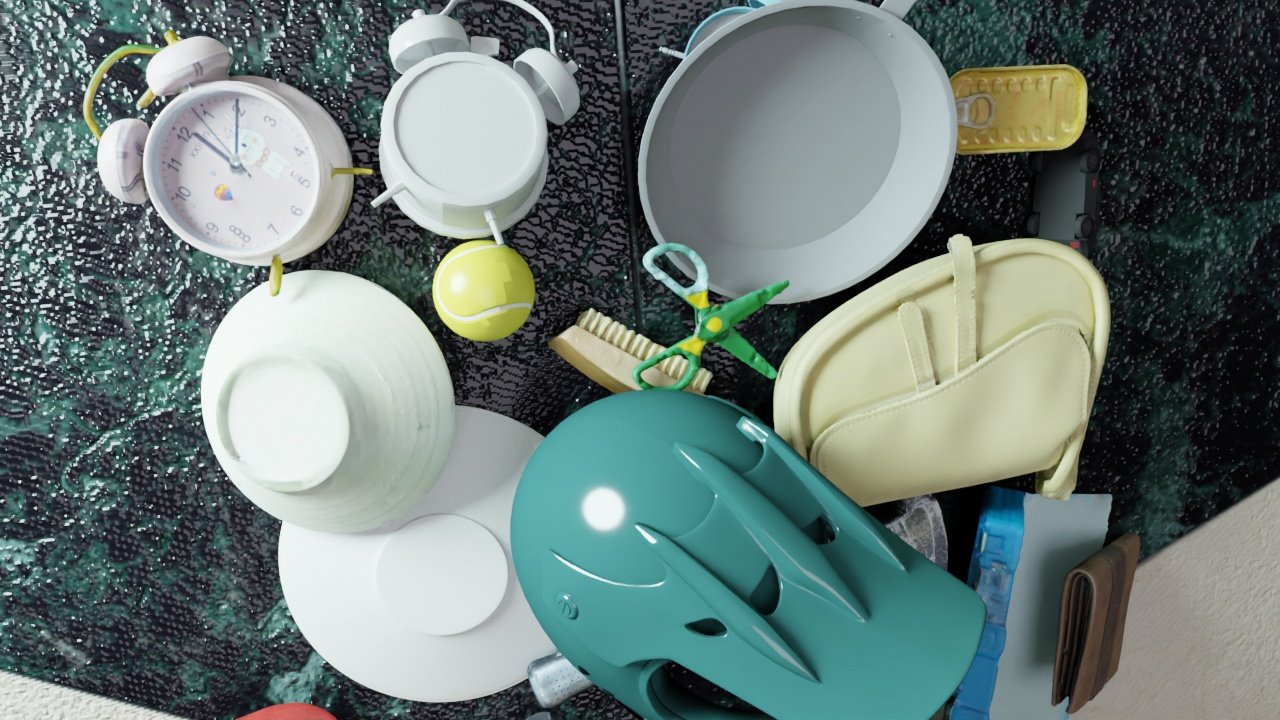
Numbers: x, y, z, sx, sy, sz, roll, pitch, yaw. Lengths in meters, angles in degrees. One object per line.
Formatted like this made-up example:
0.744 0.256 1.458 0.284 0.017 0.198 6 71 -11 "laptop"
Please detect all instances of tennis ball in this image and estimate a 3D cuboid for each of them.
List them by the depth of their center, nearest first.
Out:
-0.101 -0.045 0.592 0.065 0.065 0.065 -2 103 -8 "tennis ball"

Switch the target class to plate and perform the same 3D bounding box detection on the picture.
-0.139 0.146 0.647 0.229 0.030 0.229 -2 103 -8 "plate"

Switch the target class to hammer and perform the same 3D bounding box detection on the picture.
0.076 0.187 0.683 0.326 0.036 0.140 -22 103 -3 "hammer"

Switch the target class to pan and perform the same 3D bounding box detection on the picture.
0.133 -0.186 0.543 0.200 0.050 0.358 20 120 -20 "pan"

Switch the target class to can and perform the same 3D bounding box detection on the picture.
0.236 -0.166 0.615 0.099 0.059 0.054 -4 103 -7 "can"

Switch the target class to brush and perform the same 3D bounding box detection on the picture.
-0.004 0.004 0.626 0.117 0.049 0.039 27 79 -13 "brush"

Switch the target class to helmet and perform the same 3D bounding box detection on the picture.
0.045 0.126 0.540 0.176 0.275 0.201 -41 151 -30 "helmet"

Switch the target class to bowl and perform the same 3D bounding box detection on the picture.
-0.210 0.033 0.574 0.177 0.057 0.177 1 99 9 "bowl"

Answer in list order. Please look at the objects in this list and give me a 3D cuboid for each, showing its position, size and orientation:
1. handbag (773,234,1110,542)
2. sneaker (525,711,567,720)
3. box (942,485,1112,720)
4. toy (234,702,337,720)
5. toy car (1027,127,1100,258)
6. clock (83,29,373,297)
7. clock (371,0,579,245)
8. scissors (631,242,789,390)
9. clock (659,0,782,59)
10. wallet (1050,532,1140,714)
0.200 0.019 0.620 0.233 0.088 0.191 -12 89 -2 "handbag"
0.005 0.360 0.687 0.150 0.097 0.252 -22 105 -8 "sneaker"
0.282 0.219 0.715 0.170 0.070 0.244 -5 106 -40 "box"
-0.242 0.337 0.642 0.147 0.099 0.216 -22 106 -9 "toy"
0.303 -0.118 0.646 0.036 0.042 0.092 -8 104 -32 "toy car"
-0.255 -0.126 0.556 0.158 0.059 0.117 37 95 -13 "clock"
-0.102 -0.152 0.568 0.120 0.061 0.159 16 79 -9 "clock"
0.043 -0.029 0.601 0.125 0.011 0.130 -30 107 -12 "scissors"
0.081 -0.195 0.596 0.123 0.042 0.087 -20 105 -1 "clock"
0.353 0.202 0.709 0.098 0.027 0.121 -12 108 -41 "wallet"
